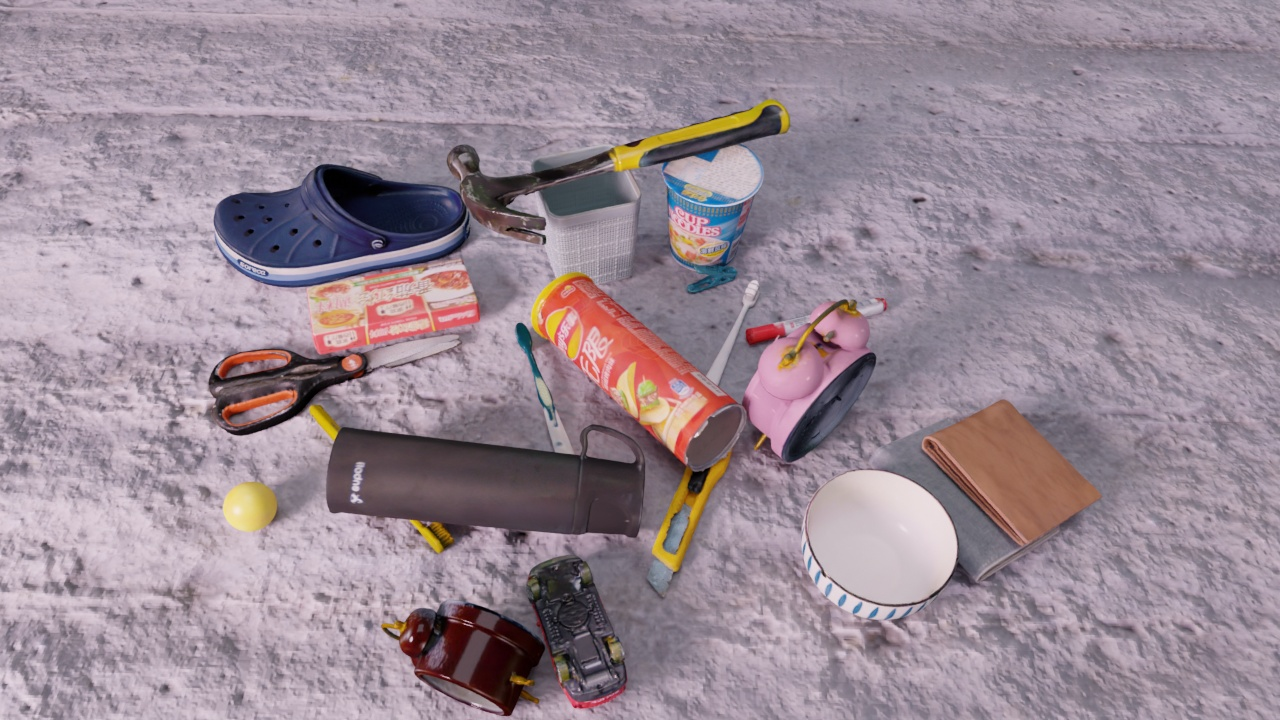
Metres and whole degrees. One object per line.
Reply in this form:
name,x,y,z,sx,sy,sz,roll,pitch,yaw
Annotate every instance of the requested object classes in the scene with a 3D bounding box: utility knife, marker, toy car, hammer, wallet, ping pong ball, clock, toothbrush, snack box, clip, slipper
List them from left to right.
ping pong ball,-0.315,0.118,0.742,0.040,0.040,0.040,1,52,-1
slipper,-0.298,-0.142,0.914,0.252,0.095,0.105,-5,50,-9
toothbrush,-0.222,0.096,0.778,0.190,0.016,0.016,39,56,25
snack box,-0.236,-0.053,0.878,0.152,0.025,0.075,-13,44,-14
clock,-0.127,0.207,0.652,0.122,0.082,0.055,18,60,9
toothbrush,-0.084,0.040,0.826,0.016,0.018,0.191,-15,56,-13
toy car,-0.049,0.201,0.681,0.053,0.045,0.120,-14,48,-15
hammer,-0.007,-0.187,0.851,0.322,0.032,0.126,-18,55,-16
utility knife,0.043,0.118,0.767,0.033,0.015,0.176,16,53,14
clip,0.073,-0.085,0.922,0.055,0.034,0.013,-8,52,-28
toothbrush,0.081,-0.011,0.868,0.016,0.016,0.179,18,54,15
clock,0.141,0.012,0.762,0.117,0.159,0.060,-36,64,-27
marker,0.172,-0.039,0.892,0.145,0.017,0.017,-13,54,-12
wallet,0.269,0.112,0.763,0.106,0.037,0.129,-19,52,-27
wallet,0.305,0.089,0.753,0.101,0.020,0.115,-19,55,-28

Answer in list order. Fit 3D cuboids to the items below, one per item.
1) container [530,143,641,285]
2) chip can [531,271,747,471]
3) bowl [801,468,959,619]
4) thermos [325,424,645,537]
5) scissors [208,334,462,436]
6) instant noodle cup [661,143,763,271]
container,-0.052,-0.136,0.902,0.090,0.112,0.090,-14,54,-11
chip can,-0.005,0.005,0.808,0.073,0.073,0.216,-34,55,-25
bowl,0.180,0.150,0.713,0.116,0.066,0.116,1,51,-2
thermos,-0.119,0.089,0.734,0.242,0.068,0.090,6,88,-5
scissors,-0.283,-0.005,0.850,0.234,0.022,0.139,-33,59,-24
instant noodle cup,0.068,-0.149,0.916,0.099,0.110,0.099,1,53,-1
